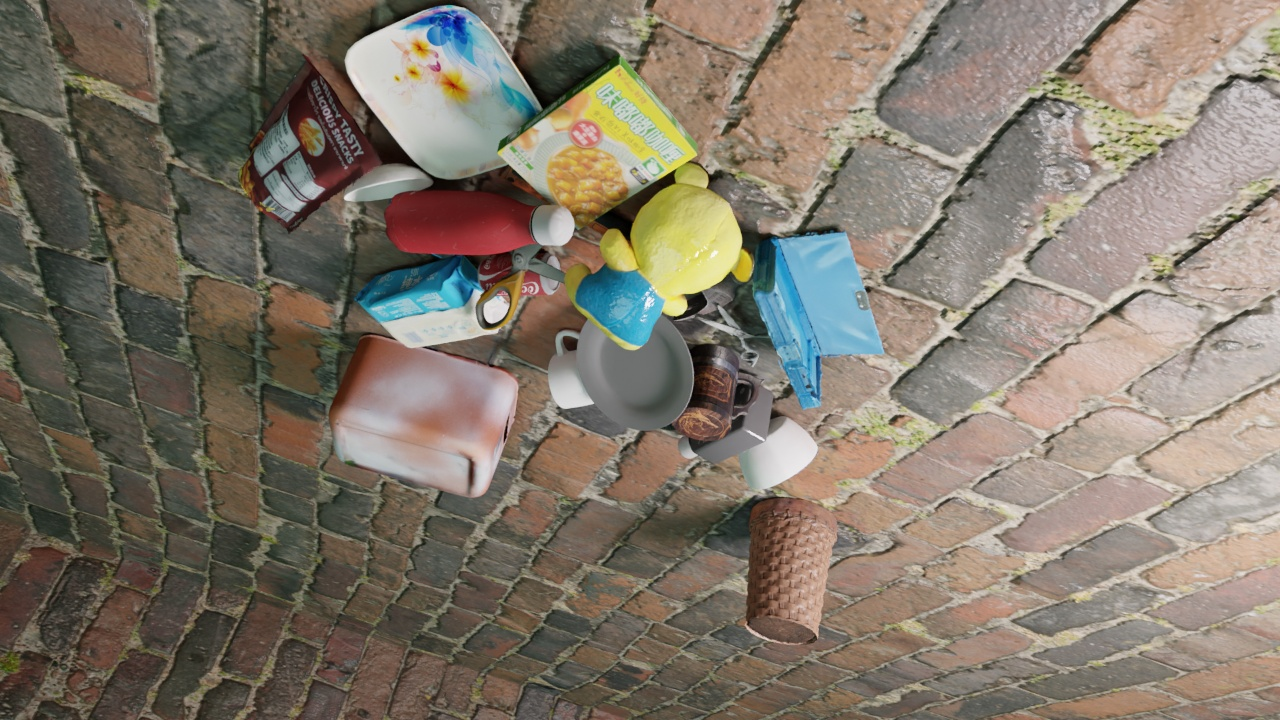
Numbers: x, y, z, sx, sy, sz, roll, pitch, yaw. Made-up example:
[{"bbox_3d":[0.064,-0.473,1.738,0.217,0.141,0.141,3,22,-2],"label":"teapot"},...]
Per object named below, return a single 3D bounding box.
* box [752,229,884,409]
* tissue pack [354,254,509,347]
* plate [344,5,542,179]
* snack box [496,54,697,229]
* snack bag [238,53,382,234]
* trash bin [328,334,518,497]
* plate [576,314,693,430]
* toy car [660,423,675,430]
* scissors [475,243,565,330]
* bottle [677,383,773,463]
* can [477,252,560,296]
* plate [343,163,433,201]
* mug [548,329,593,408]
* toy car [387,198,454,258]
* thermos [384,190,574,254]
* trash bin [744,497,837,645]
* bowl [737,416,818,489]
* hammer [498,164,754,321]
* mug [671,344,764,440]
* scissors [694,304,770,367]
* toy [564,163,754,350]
[{"bbox_3d":[0.219,-0.044,1.099,0.112,0.094,0.231,-6,140,23],"label":"box"},{"bbox_3d":[-0.286,-0.076,1.255,0.210,0.065,0.117,-10,139,33],"label":"tissue pack"},{"bbox_3d":[-0.201,-0.280,0.973,0.187,0.016,0.187,-10,135,29],"label":"plate"},{"bbox_3d":[-0.046,-0.223,0.967,0.168,0.027,0.132,-28,129,28],"label":"snack box"},{"bbox_3d":[-0.385,-0.236,1.042,0.209,0.066,0.139,-25,94,45],"label":"snack bag"},{"bbox_3d":[-0.340,0.093,1.431,0.260,0.157,0.182,16,145,-1],"label":"trash bin"},{"bbox_3d":[-0.007,0.007,1.215,0.179,0.012,0.178,11,112,28],"label":"plate"},{"bbox_3d":[0.038,0.060,1.345,0.056,0.043,0.120,9,143,8],"label":"toy car"},{"bbox_3d":[-0.163,-0.117,1.117,0.225,0.016,0.230,29,129,11],"label":"scissors"},{"bbox_3d":[0.118,0.102,1.343,0.046,0.083,0.174,30,143,-21],"label":"bottle"},{"bbox_3d":[-0.155,-0.109,1.170,0.097,0.053,0.054,0,143,20],"label":"can"},{"bbox_3d":[-0.295,-0.210,1.069,0.104,0.026,0.104,-12,-177,1],"label":"plate"},{"bbox_3d":[-0.078,0.007,1.298,0.088,0.080,0.114,-10,108,23],"label":"mug"},{"bbox_3d":[-0.274,-0.165,1.155,0.048,0.032,0.105,-17,133,37],"label":"toy car"},{"bbox_3d":[-0.182,-0.156,1.042,0.240,0.073,0.073,6,146,29],"label":"thermos"},{"bbox_3d":[0.247,0.358,1.543,0.151,0.209,0.151,10,146,7],"label":"trash bin"},{"bbox_3d":[0.193,0.130,1.338,0.117,0.116,0.065,-25,100,43],"label":"bowl"},{"bbox_3d":[-0.027,-0.146,1.092,0.314,0.034,0.138,28,143,-17],"label":"hammer"},{"bbox_3d":[0.107,0.048,1.249,0.116,0.107,0.080,18,145,-6],"label":"mug"},{"bbox_3d":[0.124,-0.029,1.191,0.141,0.014,0.147,5,151,-15],"label":"scissors"},{"bbox_3d":[0.024,-0.102,1.027,0.214,0.083,0.149,-38,123,19],"label":"toy"}]
